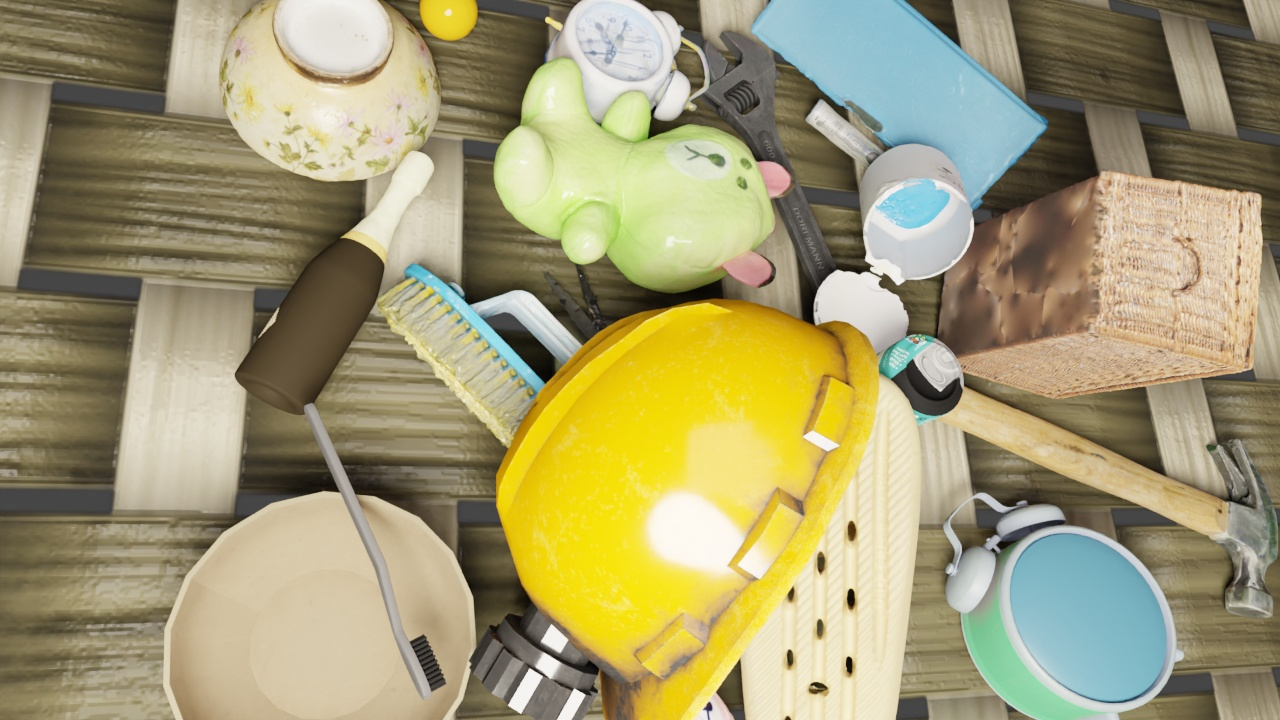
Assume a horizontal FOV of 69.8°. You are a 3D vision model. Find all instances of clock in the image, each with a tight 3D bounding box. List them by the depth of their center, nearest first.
[{"bbox_3d":[0.274,0.164,0.627,0.121,0.075,0.161,-32,72,-24],"label":"clock"},{"bbox_3d":[-0.008,-0.218,0.671,0.125,0.052,0.088,-3,72,-22],"label":"clock"}]

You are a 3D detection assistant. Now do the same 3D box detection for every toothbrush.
[{"bbox_3d":[-0.143,0.097,0.481,0.013,0.013,0.167,-22,79,-32],"label":"toothbrush"},{"bbox_3d":[0.209,-0.143,0.733,0.185,0.024,0.022,39,105,-3],"label":"toothbrush"}]

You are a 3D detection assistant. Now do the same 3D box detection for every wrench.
[{"bbox_3d":[0.111,-0.131,0.700,0.073,0.018,0.273,-18,80,-23],"label":"wrench"}]

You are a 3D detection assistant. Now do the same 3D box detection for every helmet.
[{"bbox_3d":[-0.002,0.060,0.484,0.131,0.205,0.255,32,84,-11],"label":"helmet"}]

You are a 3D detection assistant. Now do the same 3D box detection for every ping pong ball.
[{"bbox_3d":[-0.134,-0.245,0.642,0.040,0.040,0.040,6,70,-17],"label":"ping pong ball"}]

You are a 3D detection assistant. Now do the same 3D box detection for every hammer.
[{"bbox_3d":[0.347,0.078,0.700,0.330,0.033,0.132,23,68,-10],"label":"hammer"}]

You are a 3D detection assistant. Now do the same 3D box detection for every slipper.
[{"bbox_3d":[0.113,0.135,0.579,0.111,0.079,0.261,3,85,9],"label":"slipper"}]

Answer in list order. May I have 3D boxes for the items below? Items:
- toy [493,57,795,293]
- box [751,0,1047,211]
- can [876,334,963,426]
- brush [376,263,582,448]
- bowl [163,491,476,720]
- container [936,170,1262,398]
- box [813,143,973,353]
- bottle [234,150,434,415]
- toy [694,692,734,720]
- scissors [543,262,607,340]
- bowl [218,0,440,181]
[{"bbox_3d":[0.000,-0.111,0.614,0.196,0.107,0.149,28,48,-17],"label":"toy"},{"bbox_3d":[0.210,-0.235,0.761,0.231,0.112,0.094,38,110,-1],"label":"box"},{"bbox_3d":[0.167,0.023,0.618,0.055,0.102,0.054,6,70,-17],"label":"can"},{"bbox_3d":[-0.093,-0.012,0.568,0.136,0.055,0.075,45,69,1],"label":"brush"},{"bbox_3d":[-0.168,0.150,0.491,0.152,0.051,0.152,6,70,-17],"label":"bowl"},{"bbox_3d":[0.303,-0.047,0.635,0.112,0.199,0.113,11,80,-12],"label":"container"},{"bbox_3d":[0.183,-0.080,0.669,0.084,0.137,0.146,36,28,-7],"label":"box"},{"bbox_3d":[-0.177,-0.056,0.561,0.045,0.045,0.184,28,66,-8],"label":"bottle"},{"bbox_3d":[0.020,0.210,0.523,0.099,0.053,0.095,57,26,6],"label":"toy"},{"bbox_3d":[-0.017,0.014,0.608,0.165,0.013,0.150,29,65,-10],"label":"scissors"},{"bbox_3d":[-0.198,-0.195,0.591,0.145,0.063,0.145,6,70,-16],"label":"bowl"}]
